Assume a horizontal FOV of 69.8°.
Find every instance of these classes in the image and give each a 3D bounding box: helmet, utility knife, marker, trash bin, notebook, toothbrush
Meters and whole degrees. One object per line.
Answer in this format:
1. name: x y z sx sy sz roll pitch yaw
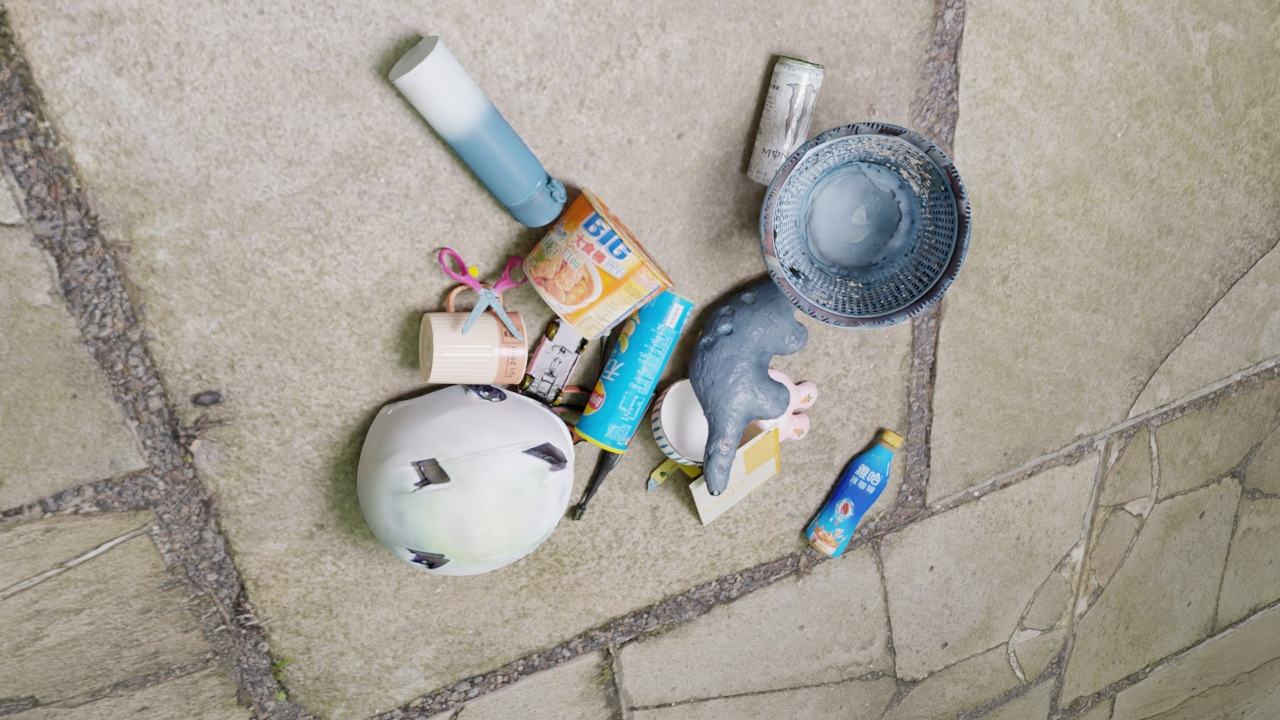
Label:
1. helmet: -0.190 0.150 1.051 0.258 0.146 0.229 0 111 -16
2. utility knife: 0.070 0.127 1.291 0.163 0.018 0.031 -37 124 1
3. marker: 0.085 0.166 1.309 0.018 0.015 0.124 -41 137 4
4. trash bin: 0.261 -0.161 1.093 0.227 0.194 0.227 2 101 11
5. notebook: 0.136 0.164 1.282 0.145 0.010 0.206 -34 156 -7
6. toothbrush: -0.038 0.127 1.225 0.213 0.026 0.027 -60 164 12
7. toothbrush: -0.038 -0.046 1.138 0.012 0.017 0.186 -29 133 -52

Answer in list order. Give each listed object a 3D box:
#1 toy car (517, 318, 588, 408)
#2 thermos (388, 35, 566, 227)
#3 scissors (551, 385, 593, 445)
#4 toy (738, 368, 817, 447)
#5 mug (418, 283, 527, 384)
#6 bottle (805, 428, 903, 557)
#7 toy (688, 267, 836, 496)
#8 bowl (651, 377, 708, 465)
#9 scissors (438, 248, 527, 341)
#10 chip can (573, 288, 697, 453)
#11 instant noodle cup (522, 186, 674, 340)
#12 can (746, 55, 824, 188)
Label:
1. toy car: -0.108 0.005 1.119 0.056 0.037 0.122 27 91 -26
2. thermos: -0.161 -0.229 0.948 0.070 0.070 0.220 -43 126 -1
3. scissors: -0.154 0.078 1.147 0.206 0.015 0.194 -33 126 -8
4. toy: 0.189 0.069 1.295 0.159 0.054 0.121 0 107 -34
5. mug: -0.191 -0.030 1.038 0.105 0.082 0.114 0 89 -25
6. bottle: 0.340 0.205 1.436 0.065 0.065 0.219 24 103 -34
7. toy: 0.137 -0.002 1.179 0.138 0.091 0.355 28 77 -7
8. bowl: 0.064 0.086 1.217 0.116 0.066 0.116 8 71 -24
9. scissors: -0.167 -0.077 1.020 0.133 0.017 0.135 52 48 0
10. chip can: -0.007 0.007 1.132 0.071 0.071 0.210 22 95 -34
11. instant noodle cup: -0.052 -0.102 1.028 0.111 0.151 0.151 -41 127 8
12. can: 0.172 -0.282 1.092 0.058 0.058 0.147 1 115 -28
